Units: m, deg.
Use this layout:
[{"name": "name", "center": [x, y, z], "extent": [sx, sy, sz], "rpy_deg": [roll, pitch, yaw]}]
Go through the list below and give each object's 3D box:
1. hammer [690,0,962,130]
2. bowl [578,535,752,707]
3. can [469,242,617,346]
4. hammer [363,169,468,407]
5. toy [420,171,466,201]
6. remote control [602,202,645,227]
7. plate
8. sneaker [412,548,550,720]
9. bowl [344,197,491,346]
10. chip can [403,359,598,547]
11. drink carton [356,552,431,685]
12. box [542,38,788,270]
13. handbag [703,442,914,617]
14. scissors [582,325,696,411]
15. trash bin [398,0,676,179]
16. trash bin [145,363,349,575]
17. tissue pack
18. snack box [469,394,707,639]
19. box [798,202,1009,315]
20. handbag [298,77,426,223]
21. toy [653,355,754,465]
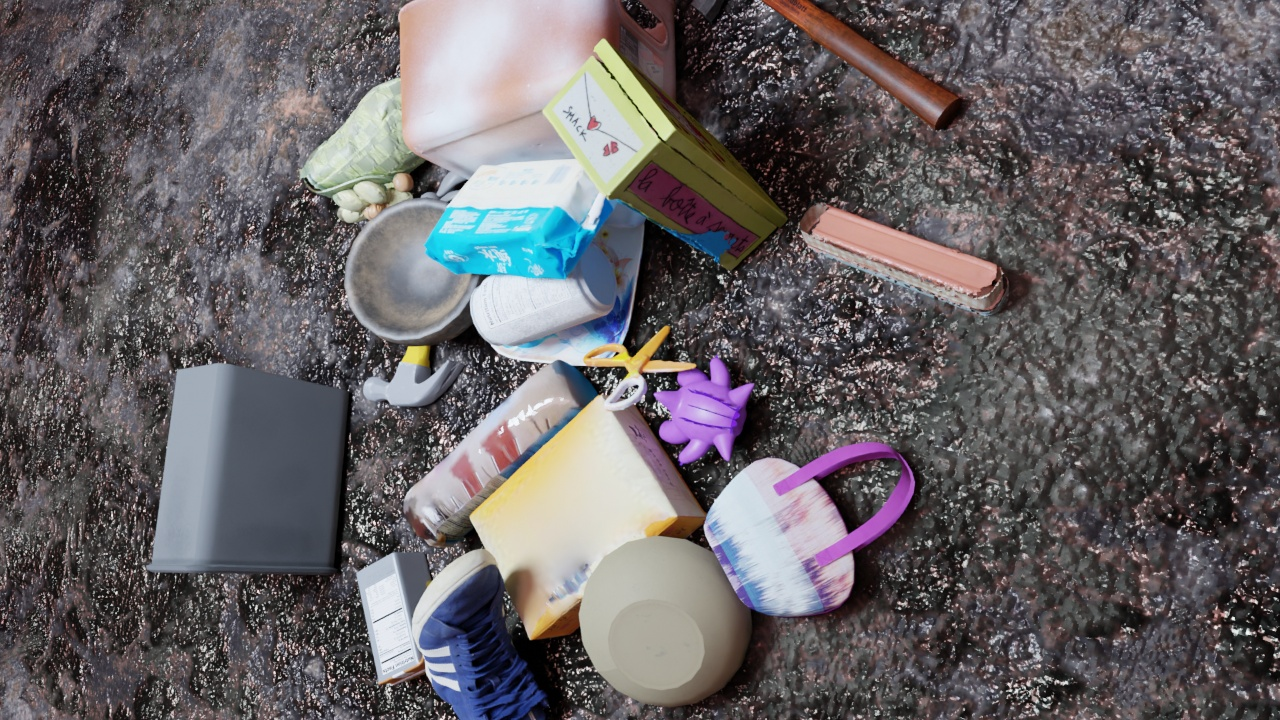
[{"name": "hammer", "center": [0.175, -0.305, 0.850], "extent": [0.111, 0.028, 0.300], "rpy_deg": [-50, 59, 15]}, {"name": "bowl", "center": [0.018, 0.231, 0.783], "extent": [0.152, 0.050, 0.152], "rpy_deg": [2, 102, 11]}, {"name": "can", "center": [-0.097, -0.065, 0.919], "extent": [0.136, 0.078, 0.078], "rpy_deg": [-18, 71, 28]}, {"name": "hammer", "center": [-0.238, -0.103, 1.069], "extent": [0.127, 0.029, 0.323], "rpy_deg": [8, 83, 33]}, {"name": "toy", "center": [-0.240, -0.179, 1.055], "extent": [0.112, 0.030, 0.049], "rpy_deg": [-30, 50, 28]}, {"name": "remote control", "center": [-0.044, -0.169, 0.924], "extent": [0.114, 0.028, 0.060], "rpy_deg": [17, 117, 29]}, {"name": "plate", "center": [-0.078, -0.088, 0.970], "extent": [0.187, 0.016, 0.187], "rpy_deg": [5, 83, 33]}, {"name": "sneaker", "center": [-0.139, 0.284, 0.840], "extent": [0.118, 0.091, 0.234], "rpy_deg": [46, 142, 26]}, {"name": "bowl", "center": [-0.233, -0.090, 1.002], "extent": [0.162, 0.070, 0.162], "rpy_deg": [-3, 76, 13]}, {"name": "chip can", "center": [-0.144, 0.096, 0.937], "extent": [0.230, 0.079, 0.079], "rpy_deg": [-42, 61, 17]}, {"name": "drink carton", "center": [-0.256, 0.276, 0.987], "extent": [0.076, 0.048, 0.124], "rpy_deg": [-30, 65, 24]}, {"name": "box", "center": [0.030, -0.170, 0.801], "extent": [0.082, 0.220, 0.124], "rpy_deg": [-44, 58, 19]}, {"name": "handbag", "center": [0.146, 0.129, 0.763], "extent": [0.170, 0.068, 0.144], "rpy_deg": [-36, 64, 14]}, {"name": "scissors", "center": [-0.005, 0.006, 0.863], "extent": [0.125, 0.011, 0.129], "rpy_deg": [1, 40, 30]}, {"name": "trash bin", "center": [-0.105, -0.286, 0.933], "extent": [0.260, 0.181, 0.157], "rpy_deg": [-8, 77, 30]}, {"name": "trash bin", "center": [-0.438, 0.131, 1.049], "extent": [0.098, 0.191, 0.219], "rpy_deg": [-7, 75, 31]}, {"name": "tissue pack", "center": [-0.110, -0.136, 0.880], "extent": [0.210, 0.066, 0.116], "rpy_deg": [5, 56, 42]}, {"name": "snack box", "center": [-0.057, 0.150, 0.869], "extent": [0.196, 0.080, 0.145], "rpy_deg": [-43, 62, 17]}, {"name": "box", "center": [0.214, -0.089, 0.769], "extent": [0.187, 0.057, 0.060], "rpy_deg": [27, 126, 35]}, {"name": "handbag", "center": [-0.304, -0.236, 1.090], "extent": [0.187, 0.113, 0.117], "rpy_deg": [-37, 70, 20]}, {"name": "toy", "center": [0.058, 0.046, 0.833], "extent": [0.088, 0.056, 0.106], "rpy_deg": [16, 85, 33]}]
